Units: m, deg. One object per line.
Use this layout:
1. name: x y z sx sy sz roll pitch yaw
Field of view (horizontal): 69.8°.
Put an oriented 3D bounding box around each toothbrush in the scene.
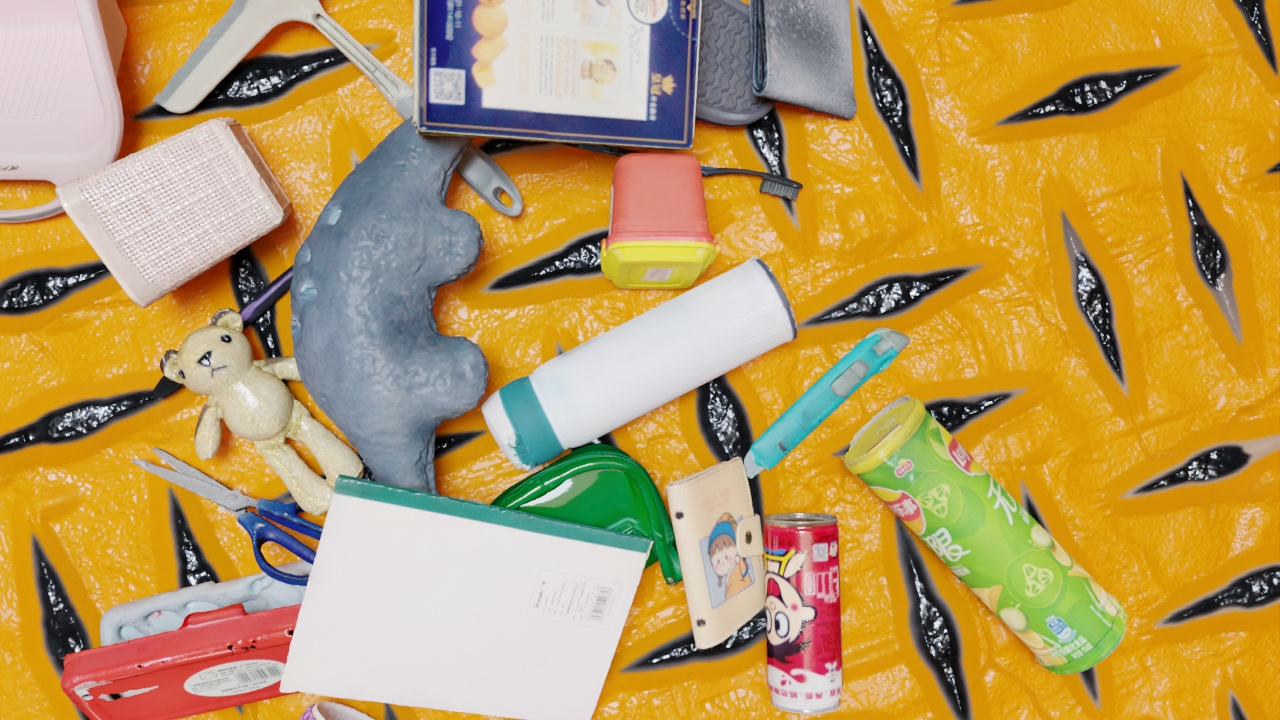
1. toothbrush: -0.281 -0.038 0.670 0.189 0.017 0.014 -44 101 -7
2. toothbrush: 0.029 -0.145 0.688 0.189 0.014 0.016 11 110 -1

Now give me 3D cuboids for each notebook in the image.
1. notebook: -0.110 0.163 0.598 0.209 0.012 0.150 15 102 -17

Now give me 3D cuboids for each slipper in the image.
1. slipper: -0.024 -0.243 0.664 0.268 0.083 0.110 19 91 -20

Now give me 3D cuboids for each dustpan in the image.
1. dustpan: -0.449 -0.221 0.576 0.222 0.274 0.138 -1 62 0

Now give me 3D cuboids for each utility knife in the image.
1. utility knife: 0.137 0.030 0.684 0.161 0.013 0.029 -42 88 -4

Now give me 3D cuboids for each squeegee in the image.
1. squeegee: -0.176 -0.194 0.668 0.246 0.039 0.247 43 99 -6

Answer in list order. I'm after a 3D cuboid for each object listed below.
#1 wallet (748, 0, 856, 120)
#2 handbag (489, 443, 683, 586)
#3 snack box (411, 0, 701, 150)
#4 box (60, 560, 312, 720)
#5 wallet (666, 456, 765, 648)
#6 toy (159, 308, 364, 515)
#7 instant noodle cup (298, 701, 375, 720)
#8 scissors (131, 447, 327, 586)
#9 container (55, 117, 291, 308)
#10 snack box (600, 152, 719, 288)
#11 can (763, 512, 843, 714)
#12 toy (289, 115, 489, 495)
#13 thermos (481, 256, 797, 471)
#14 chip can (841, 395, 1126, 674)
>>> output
1. wallet: 0.120 -0.243 0.673 0.097 0.019 0.121 1 86 -37
2. handbag: -0.042 0.128 0.643 0.131 0.068 0.120 -31 95 -5
3. snack box: -0.052 -0.231 0.588 0.182 0.046 0.178 1 98 -16
4. box: -0.279 0.189 0.642 0.201 0.091 0.095 -12 131 -4
5. wallet: 0.057 0.132 0.650 0.087 0.024 0.115 -14 94 -45
6. toy: -0.260 0.040 0.639 0.105 0.066 0.157 -42 96 -11
7. instant noodle cup: -0.210 0.292 0.613 0.111 0.112 0.099 30 78 -1
8. scissors: -0.275 0.098 0.653 0.173 0.128 0.012 43 129 31
9. container: -0.308 -0.106 0.624 0.111 0.090 0.090 -30 111 -6
10. snack box: 0.013 -0.098 0.648 0.082 0.091 0.080 0 80 -4
11. can: 0.116 0.178 0.656 0.053 0.053 0.132 -1 87 -3
12. toy: -0.169 -0.031 0.627 0.138 0.091 0.356 3 90 -3
13. thermos: -0.004 0.004 0.652 0.224 0.073 0.073 -27 89 -4
14. chip can: 0.246 0.126 0.655 0.221 0.072 0.072 45 86 0
